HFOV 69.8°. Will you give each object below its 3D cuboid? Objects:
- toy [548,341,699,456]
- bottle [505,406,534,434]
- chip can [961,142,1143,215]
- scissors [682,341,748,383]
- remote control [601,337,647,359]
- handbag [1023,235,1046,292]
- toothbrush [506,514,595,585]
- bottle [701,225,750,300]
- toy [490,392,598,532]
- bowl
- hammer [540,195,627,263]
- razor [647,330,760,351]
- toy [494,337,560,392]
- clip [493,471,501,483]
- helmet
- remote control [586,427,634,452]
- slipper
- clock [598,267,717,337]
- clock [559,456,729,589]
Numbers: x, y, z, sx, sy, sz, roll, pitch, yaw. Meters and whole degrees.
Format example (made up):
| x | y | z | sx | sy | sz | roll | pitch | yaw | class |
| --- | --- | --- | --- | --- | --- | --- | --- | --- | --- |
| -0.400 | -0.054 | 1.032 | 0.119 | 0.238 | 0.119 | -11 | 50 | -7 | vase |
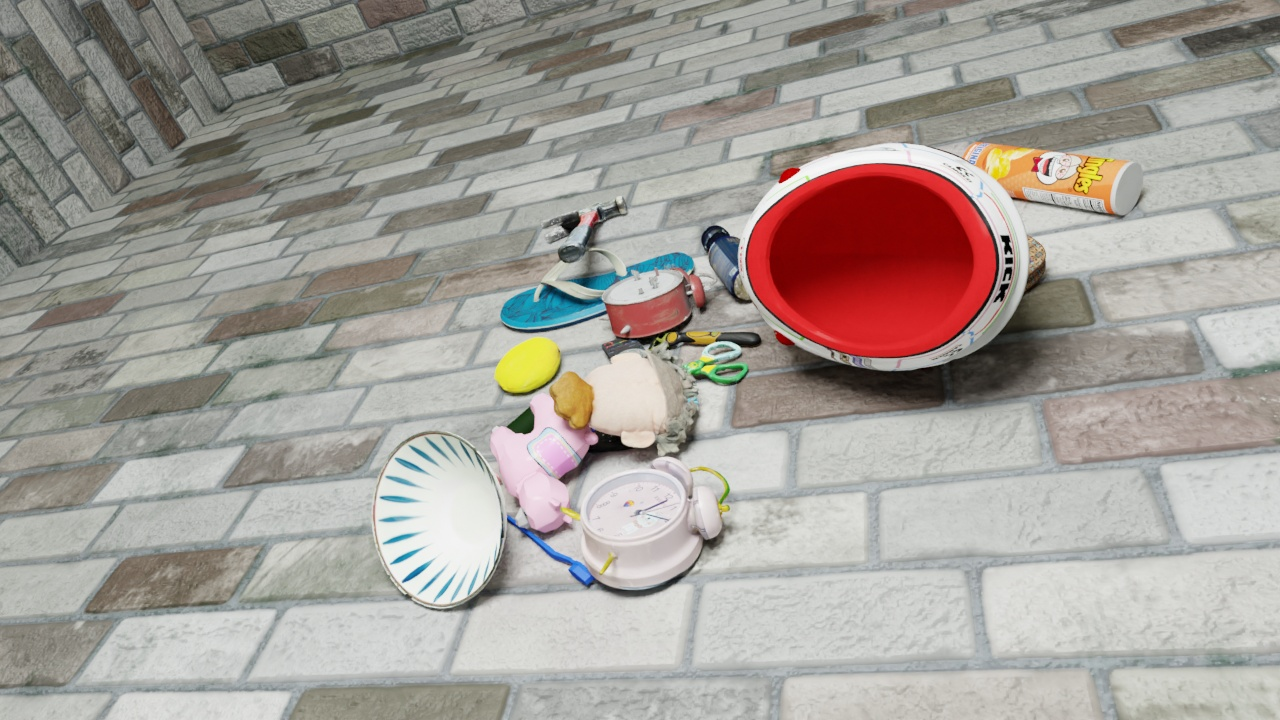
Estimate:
| x | y | z | sx | sy | sz | roll | pitch | yaw | class |
| --- | --- | --- | --- | --- | --- | --- | --- | --- | --- |
| -0.016 | 0.046 | 0.996 | 0.175 | 0.076 | 0.132 | 3 | 49 | -21 | toy |
| -0.117 | 0.062 | 1.108 | 0.033 | 0.033 | 0.122 | 16 | 48 | 43 | bottle |
| 0.506 | -0.230 | 1.147 | 0.062 | 0.062 | 0.210 | -37 | 36 | -22 | chip can |
| 0.061 | 0.002 | 1.087 | 0.132 | 0.013 | 0.078 | -4 | 39 | 5 | scissors |
| -0.007 | 0.007 | 1.134 | 0.045 | 0.021 | 0.140 | -18 | 31 | -12 | remote control |
| 0.375 | -0.145 | 1.067 | 0.093 | 0.043 | 0.195 | -34 | 59 | -4 | handbag |
| -0.106 | 0.187 | 0.942 | 0.011 | 0.016 | 0.187 | -41 | 36 | -23 | toothbrush |
| 0.122 | -0.135 | 1.233 | 0.056 | 0.056 | 0.160 | -23 | 33 | -2 | bottle |
| -0.101 | 0.111 | 0.990 | 0.123 | 0.067 | 0.157 | -38 | 39 | -7 | toy |
| -0.190 | 0.160 | 0.947 | 0.178 | 0.177 | 0.070 | 2 | -1 | 31 | bowl |
| -0.096 | -0.191 | 1.376 | 0.140 | 0.036 | 0.325 | -17 | 17 | 7 | hammer |
| 0.081 | -0.026 | 1.136 | 0.144 | 0.021 | 0.043 | 2 | 40 | 27 | razor |
| -0.147 | 0.005 | 1.199 | 0.094 | 0.041 | 0.095 | -24 | 33 | 5 | toy |
| -0.184 | 0.135 | 1.052 | 0.059 | 0.023 | 0.039 | -3 | 41 | 29 | clip |
| 0.260 | -0.107 | 0.957 | 0.315 | 0.231 | 0.235 | 8 | 11 | 39 | helmet |
| -0.050 | 0.090 | 1.050 | 0.125 | 0.010 | 0.039 | -7 | 36 | 20 | remote control |
| -0.070 | -0.110 | 1.304 | 0.295 | 0.060 | 0.118 | -15 | 37 | 10 | slipper |
| 0.025 | -0.089 | 1.203 | 0.156 | 0.062 | 0.110 | -23 | 23 | -16 | clock |
| 0.014 | 0.149 | 0.879 | 0.157 | 0.059 | 0.117 | -23 | 33 | -17 | clock |
